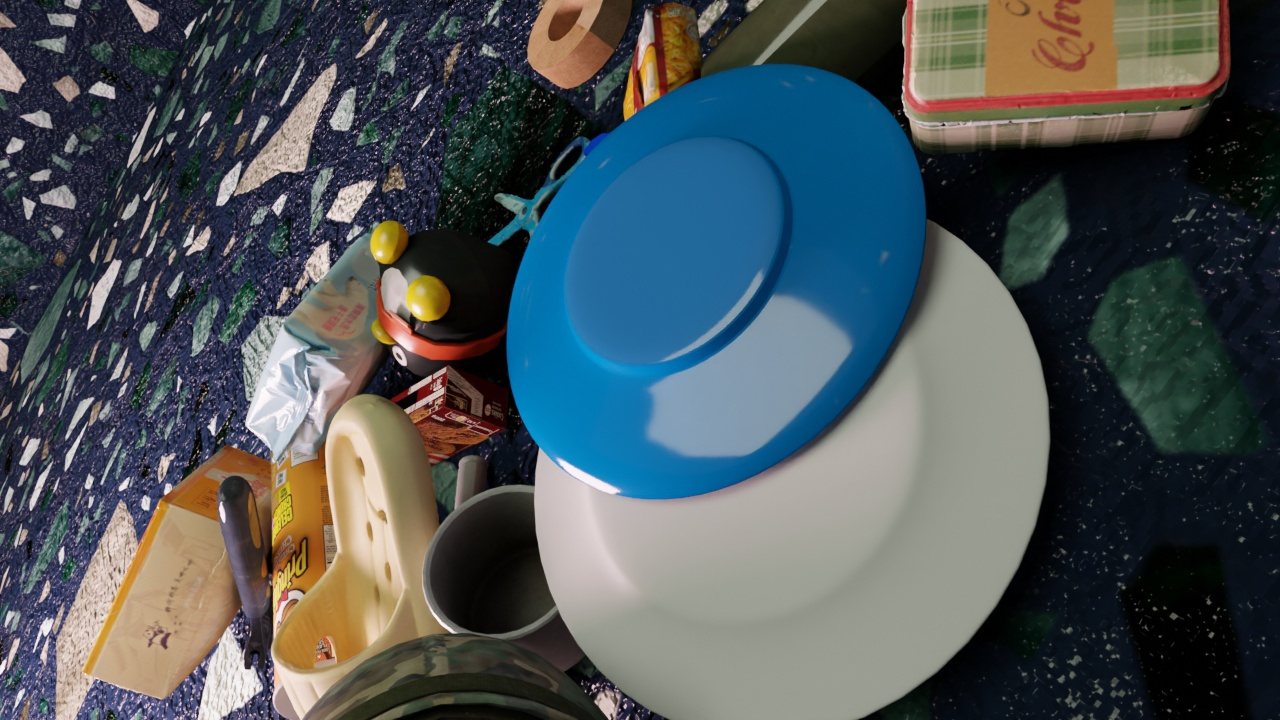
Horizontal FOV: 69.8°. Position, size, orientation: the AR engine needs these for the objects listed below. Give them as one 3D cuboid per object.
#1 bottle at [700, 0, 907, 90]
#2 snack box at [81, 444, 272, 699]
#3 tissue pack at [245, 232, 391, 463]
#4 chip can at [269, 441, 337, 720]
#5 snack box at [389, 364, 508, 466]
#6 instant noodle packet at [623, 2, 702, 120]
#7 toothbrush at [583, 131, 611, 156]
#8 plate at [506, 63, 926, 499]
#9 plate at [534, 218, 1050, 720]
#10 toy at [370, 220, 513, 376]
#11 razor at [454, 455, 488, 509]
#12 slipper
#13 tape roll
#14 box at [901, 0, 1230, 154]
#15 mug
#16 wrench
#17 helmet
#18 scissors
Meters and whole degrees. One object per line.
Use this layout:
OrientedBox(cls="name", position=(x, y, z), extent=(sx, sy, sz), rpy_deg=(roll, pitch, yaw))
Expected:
OrientedBox(cls="bottle", position=(0.125, -0.194, 0.461), extent=(0.207, 0.071, 0.071), rpy_deg=(-40, 44, 27))
OrientedBox(cls="snack box", position=(-0.358, 0.166, 0.761), extent=(0.145, 0.080, 0.195), rpy_deg=(-65, 13, 2))
OrientedBox(cls="tissue pack", position=(-0.232, -0.012, 0.708), extent=(0.112, 0.070, 0.181), rpy_deg=(-54, 13, 32))
OrientedBox(cls="chip can", position=(-0.230, 0.146, 0.671), extent=(0.075, 0.075, 0.214), rpy_deg=(-46, 42, 21))
OrientedBox(cls="snack box", position=(-0.160, 0.050, 0.664), extent=(0.141, 0.051, 0.031), rpy_deg=(-26, 52, 37))
OrientedBox(cls="instant noodle packet", position=(0.013, -0.132, 0.542), extent=(0.099, 0.039, 0.135), rpy_deg=(124, 145, -66))
OrientedBox(cls="toothbrush", position=(0.030, -0.166, 0.601), extent=(0.183, 0.018, 0.016), rpy_deg=(-15, 59, 40))
OrientedBox(cls="plate", position=(0.017, -0.047, 0.426), extent=(0.225, 0.024, 0.224), rpy_deg=(-17, 59, 30))
OrientedBox(cls="plate", position=(0.045, 0.033, 0.397), extent=(0.243, 0.016, 0.242), rpy_deg=(-16, 61, 30))
OrientedBox(cls="toy", position=(-0.144, -0.034, 0.661), extent=(0.097, 0.099, 0.119), rpy_deg=(51, 134, 29))
OrientedBox(cls="razor", position=(-0.112, 0.113, 0.589), extent=(0.088, 0.047, 0.116), rpy_deg=(-34, 40, 32))
OrientedBox(cls="slipper", position=(-0.156, 0.151, 0.508), extent=(0.111, 0.079, 0.261), rpy_deg=(8, 103, 44))
OrientedBox(cls="tape roll", position=(-0.049, -0.266, 0.730), extent=(0.094, 0.027, 0.093), rpy_deg=(-25, 52, 38))
OrientedBox(cls="box", position=(0.168, -0.189, 0.370), extent=(0.118, 0.050, 0.205), rpy_deg=(2, 82, 23))
OrientedBox(cls="mug", position=(-0.049, 0.113, 0.479), extent=(0.113, 0.071, 0.084), rpy_deg=(-18, 51, -1))
OrientedBox(cls="wrench", position=(-0.280, 0.159, 0.663), extent=(0.274, 0.022, 0.073), rpy_deg=(111, 157, -50))
OrientedBox(cls="helmet", position=(-0.066, 0.226, 0.347), extent=(0.236, 0.192, 0.224), rpy_deg=(-175, 80, -75))
OrientedBox(cls="scissors", position=(-0.076, -0.120, 0.696), extent=(0.134, 0.012, 0.134), rpy_deg=(-60, 37, 5))
